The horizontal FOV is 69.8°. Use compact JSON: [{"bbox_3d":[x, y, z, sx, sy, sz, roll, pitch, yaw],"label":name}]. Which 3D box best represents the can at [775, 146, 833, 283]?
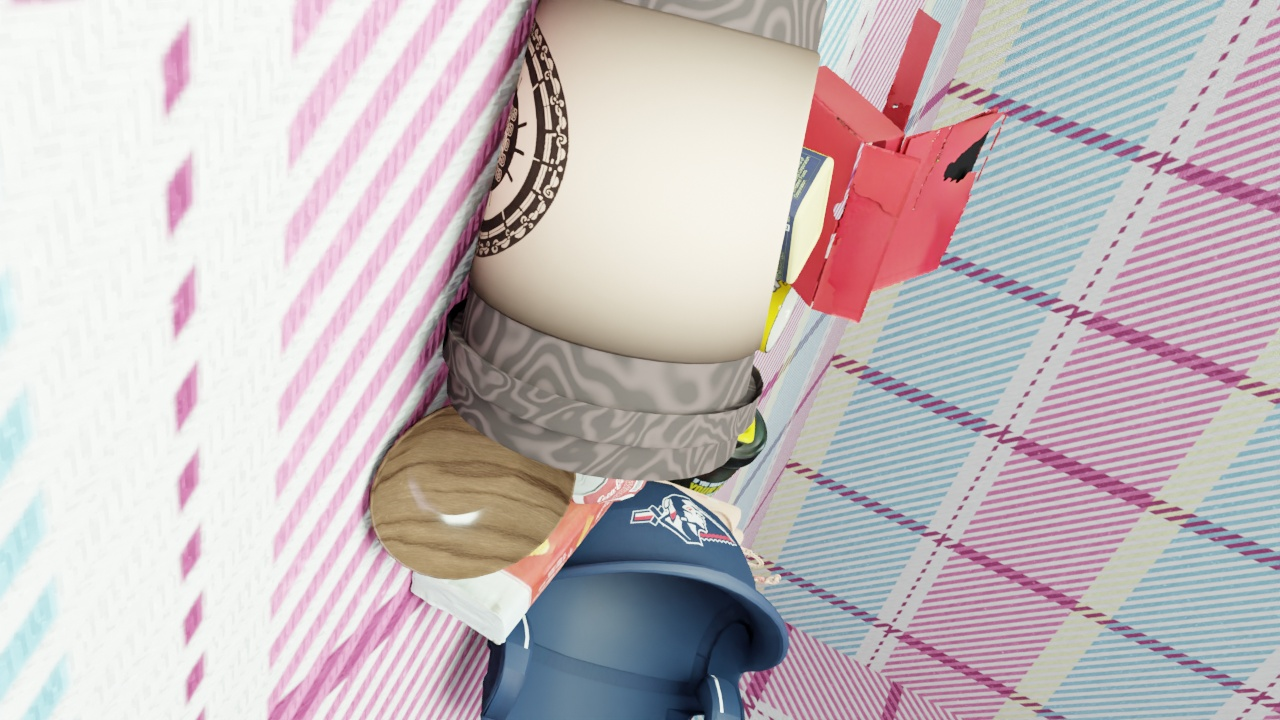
[{"bbox_3d":[0.102,-0.138,0.801,0.075,0.104,0.135,-59,164,-17],"label":"can"}]

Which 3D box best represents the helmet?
[{"bbox_3d":[-0.002,0.204,0.760,0.273,0.232,0.222,-39,-148,54],"label":"helmet"}]

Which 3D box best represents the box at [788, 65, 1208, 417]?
[{"bbox_3d":[0.283,-0.108,0.890,0.107,0.410,0.212,-42,154,-35],"label":"box"}]

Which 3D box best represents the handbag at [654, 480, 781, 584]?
[{"bbox_3d":[0.033,0.222,0.974,0.116,0.199,0.187,-59,155,-31],"label":"handbag"}]

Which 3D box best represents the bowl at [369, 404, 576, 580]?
[{"bbox_3d":[-0.099,0.069,0.534,0.119,0.032,0.119,-11,119,-21],"label":"bowl"}]

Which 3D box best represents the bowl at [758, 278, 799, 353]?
[{"bbox_3d":[0.153,-0.075,1.143,0.117,0.068,0.117,-56,163,-27],"label":"bowl"}]

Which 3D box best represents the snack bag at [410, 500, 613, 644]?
[{"bbox_3d":[-0.069,0.106,0.680,0.224,0.077,0.041,-48,157,-45],"label":"snack bag"}]

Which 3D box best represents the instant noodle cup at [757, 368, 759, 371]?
[{"bbox_3d":[0.053,0.025,0.947,0.108,0.102,0.102,-57,166,6],"label":"instant noodle cup"}]

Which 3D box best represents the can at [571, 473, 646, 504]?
[{"bbox_3d":[-0.028,0.070,0.625,0.054,0.054,0.096,-64,165,0],"label":"can"}]

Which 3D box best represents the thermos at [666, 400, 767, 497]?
[{"bbox_3d":[0.067,0.113,1.061,0.097,0.098,0.221,-49,174,-43],"label":"thermos"}]

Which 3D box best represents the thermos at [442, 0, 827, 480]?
[{"bbox_3d":[-0.001,-0.078,0.463,0.172,0.173,0.226,-31,138,-63],"label":"thermos"}]
